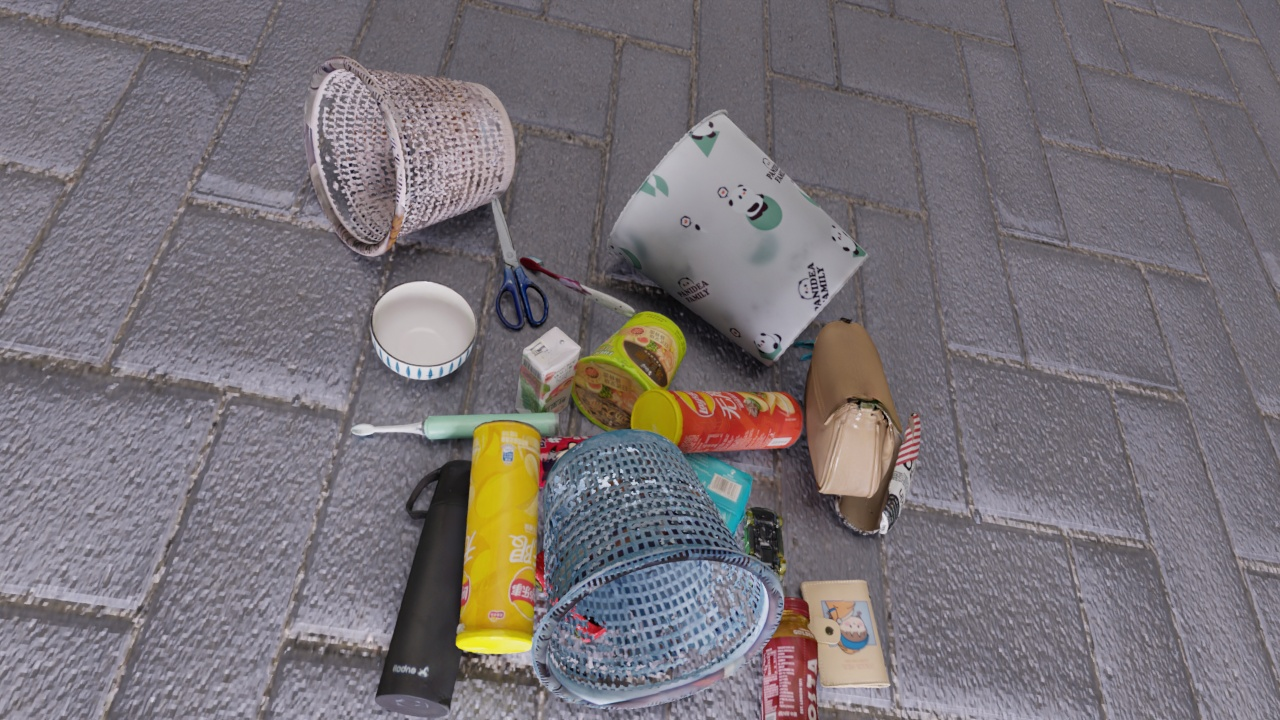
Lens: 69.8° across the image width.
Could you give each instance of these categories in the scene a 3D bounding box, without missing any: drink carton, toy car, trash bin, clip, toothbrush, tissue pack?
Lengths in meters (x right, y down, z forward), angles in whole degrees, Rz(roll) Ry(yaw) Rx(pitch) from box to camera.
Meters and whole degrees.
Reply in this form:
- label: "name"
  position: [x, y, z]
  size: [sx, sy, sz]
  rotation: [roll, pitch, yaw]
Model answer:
- label: "drink carton"
  position: [-0.106, 0.020, 1.016]
  size: [0.045, 0.123, 0.053]
  rotation: [43, 58, 16]
- label: "toy car"
  position: [0.134, 0.206, 1.012]
  size: [0.043, 0.036, 0.091]
  rotation: [8, 56, -9]
- label: "trash bin"
  position: [0.127, -0.141, 1.138]
  size: [0.252, 0.230, 0.228]
  rotation: [41, 56, 6]
- label: "trash bin"
  position: [-0.003, 0.181, 0.866]
  size: [0.226, 0.227, 0.195]
  rotation: [-1, 39, -16]
- label: "clip"
  position: [0.230, -0.015, 1.203]
  size: [0.056, 0.014, 0.039]
  rotation: [-7, 60, -18]
- label: "trash bin"
  position: [-0.269, -0.255, 1.115]
  size: [0.191, 0.228, 0.227]
  rotation: [-20, 64, -40]
- label: "toy car"
  position: [-0.070, 0.236, 0.939]
  size: [0.049, 0.031, 0.106]
  rotation: [-31, 68, -32]
- label: "toothbrush"
  position: [-0.199, 0.073, 0.997]
  size: [0.224, 0.027, 0.026]
  rotation: [-1, 79, -8]
- label: "toothbrush"
  position: [-0.078, -0.094, 1.131]
  size: [0.188, 0.016, 0.017]
  rotation: [27, 39, 30]
- label: "tissue pack"
  position: [0.052, 0.148, 1.019]
  size: [0.133, 0.050, 0.093]
  rotation: [26, 55, 3]

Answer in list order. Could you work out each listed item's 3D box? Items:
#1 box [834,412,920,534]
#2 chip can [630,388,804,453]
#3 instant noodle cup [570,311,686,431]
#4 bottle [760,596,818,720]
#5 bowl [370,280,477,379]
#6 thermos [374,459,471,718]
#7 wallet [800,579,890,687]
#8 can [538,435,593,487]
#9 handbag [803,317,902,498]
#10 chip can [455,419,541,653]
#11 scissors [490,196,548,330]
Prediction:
- label: "box"
  position: [0.280, 0.131, 1.091]
  size: [0.088, 0.076, 0.162]
  rotation: [8, 51, 23]
- label: "chip can"
  position: [0.092, 0.068, 1.025]
  size: [0.216, 0.073, 0.073]
  rotation: [3, 53, -42]
- label: "instant noodle cup"
  position: [-0.006, 0.006, 1.069]
  size: [0.112, 0.112, 0.123]
  rotation: [31, 47, 6]
- label: "bottle"
  position: [0.150, 0.327, 0.922]
  size: [0.057, 0.058, 0.174]
  rotation: [12, 55, -8]
- label: "bowl"
  position: [-0.247, -0.026, 1.041]
  size: [0.116, 0.066, 0.116]
  rotation: [7, 57, -11]
- label: "thermos"
  position: [-0.204, 0.217, 0.899]
  size: [0.090, 0.068, 0.241]
  rotation: [-4, 52, 13]
- label: "wallet"
  position: [0.216, 0.293, 0.987]
  size: [0.087, 0.024, 0.115]
  rotation: [6, 57, -18]
- label: "can"
  position: [-0.081, 0.110, 1.005]
  size: [0.132, 0.053, 0.053]
  rotation: [-1, 57, -17]
- label: "handbag"
  position: [0.242, 0.056, 1.055]
  size: [0.100, 0.148, 0.204]
  rotation: [3, 37, 0]
- label: "chip can"
  position: [-0.132, 0.167, 0.880]
  size: [0.072, 0.072, 0.213]
  rotation: [6, 61, -12]
- label: "scissors"
  position: [-0.149, -0.122, 1.131]
  size: [0.108, 0.012, 0.174]
  rotation: [12, 76, -17]
